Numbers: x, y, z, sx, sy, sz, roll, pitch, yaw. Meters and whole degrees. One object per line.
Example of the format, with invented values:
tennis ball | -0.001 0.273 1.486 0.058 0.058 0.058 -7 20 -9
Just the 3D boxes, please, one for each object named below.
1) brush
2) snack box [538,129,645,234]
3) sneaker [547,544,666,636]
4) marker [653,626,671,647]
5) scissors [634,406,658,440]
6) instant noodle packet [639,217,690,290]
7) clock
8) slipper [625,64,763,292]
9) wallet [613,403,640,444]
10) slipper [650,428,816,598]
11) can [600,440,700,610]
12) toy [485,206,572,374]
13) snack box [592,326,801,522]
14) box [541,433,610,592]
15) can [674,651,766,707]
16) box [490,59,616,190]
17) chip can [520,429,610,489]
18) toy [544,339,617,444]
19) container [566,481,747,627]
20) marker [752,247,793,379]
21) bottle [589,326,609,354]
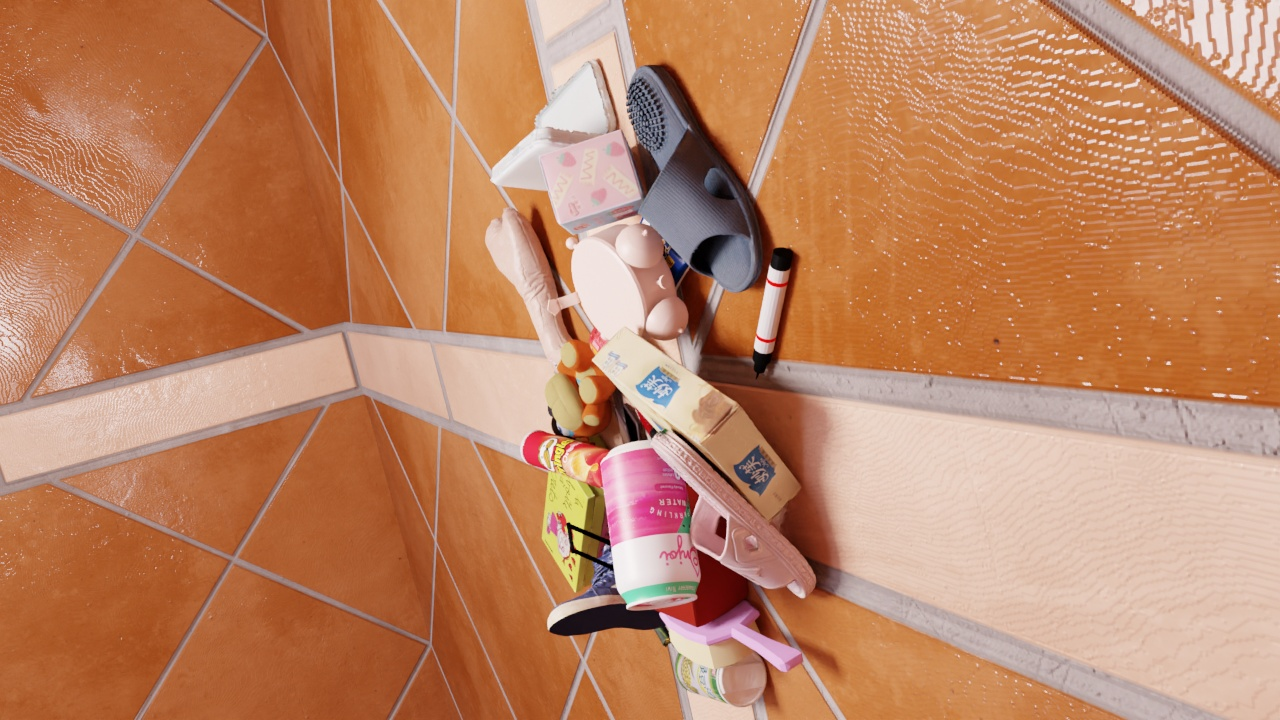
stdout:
brush | 0.107 0.315 1.037 0.229 0.089 0.043 7 116 62
snack box | -0.049 -0.191 0.995 0.093 0.095 0.079 -11 -96 -84
sneaker | -0.042 0.282 1.194 0.092 0.232 0.118 -42 55 28
marker | 0.003 0.355 1.343 0.146 0.017 0.017 51 146 37
scissors | 0.006 0.073 1.145 0.179 0.015 0.196 65 176 -17
instant noodle packet | 0.019 -0.112 1.024 0.087 0.026 0.135 58 150 18
clock | -0.026 -0.078 1.013 0.161 0.086 0.131 -3 113 50
slipper | 0.029 -0.175 0.907 0.263 0.082 0.101 65 155 18
wallet | -0.009 0.123 1.204 0.091 0.018 0.116 -129 27 -71
slipper | 0.084 0.167 0.904 0.239 0.064 0.094 47 171 -19
can | 0.010 0.173 0.969 0.088 0.088 0.165 129 136 -60
toy | -0.156 -0.093 1.350 0.264 0.065 0.196 69 162 -6
snack box | 0.055 0.063 0.944 0.207 0.055 0.153 36 169 50
box | -0.082 0.224 1.360 0.124 0.082 0.221 52 148 36
can | 0.096 0.379 1.120 0.121 0.067 0.067 -24 84 64
box | -0.118 -0.266 1.112 0.212 0.105 0.130 -20 84 63
chip can | -0.080 0.133 1.210 0.215 0.051 0.052 9 113 51
toy | -0.080 0.052 1.254 0.112 0.096 0.176 59 162 27
container | 0.022 0.220 1.102 0.201 0.126 0.148 16 119 48
marker | 0.123 -0.040 0.872 0.019 0.019 0.146 48 144 41
bottle | -0.007 0.006 1.105 0.137 0.061 0.062 49 145 38
